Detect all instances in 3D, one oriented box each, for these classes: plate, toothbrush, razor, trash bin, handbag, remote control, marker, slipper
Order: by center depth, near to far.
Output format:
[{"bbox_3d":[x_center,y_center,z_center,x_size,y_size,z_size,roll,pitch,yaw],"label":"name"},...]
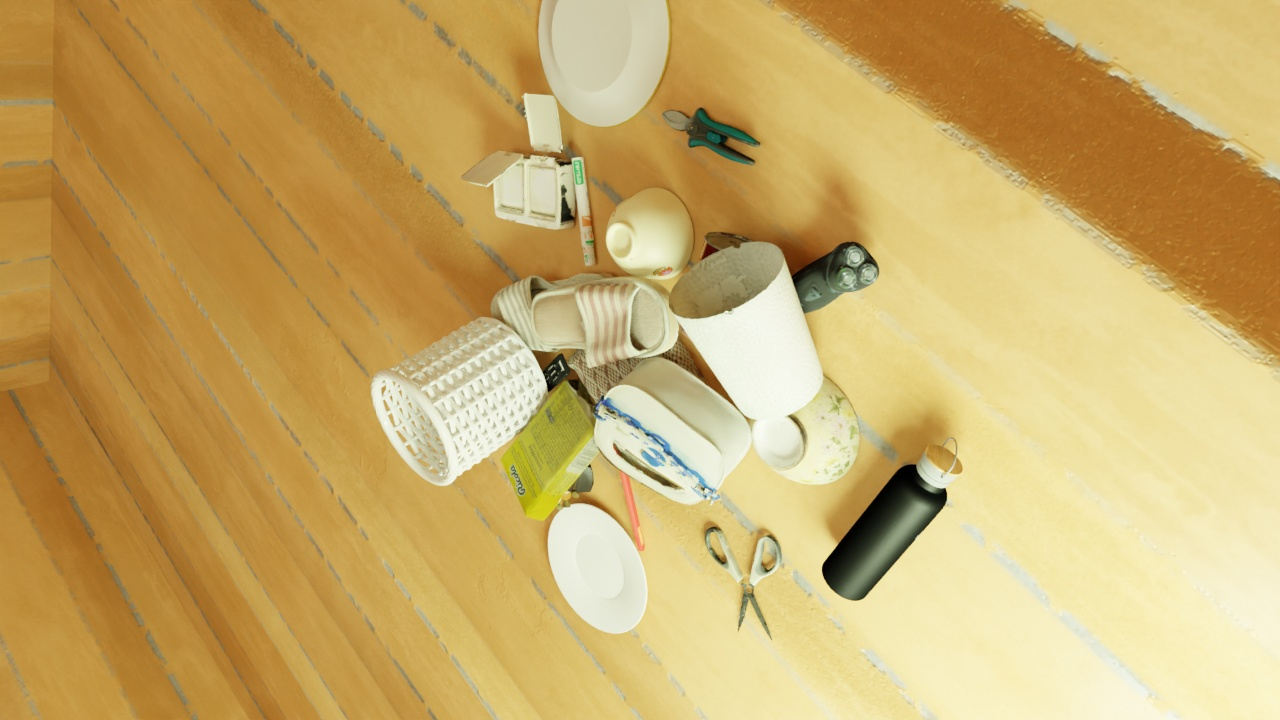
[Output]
[{"bbox_3d":[0.198,-0.082,1.001,0.053,0.063,0.141,48,144,-6],"label":"razor"},{"bbox_3d":[0.125,-0.027,1.013,0.133,0.133,0.161,1,133,43],"label":"trash bin"},{"bbox_3d":[-0.056,-0.413,1.159,0.230,0.021,0.230,15,113,39],"label":"plate"},{"bbox_3d":[0.025,0.111,1.180,0.201,0.092,0.200,36,137,10],"label":"handbag"},{"bbox_3d":[-0.062,-0.049,1.191,0.263,0.052,0.115,3,99,44],"label":"slipper"},{"bbox_3d":[-0.007,0.007,1.233,0.186,0.046,0.124,-32,89,44],"label":"handbag"},{"bbox_3d":[-0.077,-0.202,1.249,0.017,0.017,0.145,4,106,42],"label":"marker"},{"bbox_3d":[-0.014,0.179,1.292,0.018,0.012,0.213,0,114,29],"label":"toothbrush"},{"bbox_3d":[-0.129,-0.071,1.319,0.273,0.053,0.114,-4,105,43],"label":"slipper"},{"bbox_3d":[-0.126,0.020,1.333,0.030,0.009,0.140,66,158,5],"label":"remote control"},{"bbox_3d":[-0.065,0.316,1.403,0.209,0.015,0.209,15,113,39],"label":"plate"}]

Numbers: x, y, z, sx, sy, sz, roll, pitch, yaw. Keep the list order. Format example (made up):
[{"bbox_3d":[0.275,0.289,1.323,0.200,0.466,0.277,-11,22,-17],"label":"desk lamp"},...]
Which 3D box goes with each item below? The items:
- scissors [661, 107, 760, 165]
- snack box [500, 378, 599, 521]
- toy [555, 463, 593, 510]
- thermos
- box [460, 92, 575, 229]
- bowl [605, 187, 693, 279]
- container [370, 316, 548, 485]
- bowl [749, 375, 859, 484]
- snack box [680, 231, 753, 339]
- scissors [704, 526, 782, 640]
[{"bbox_3d":[0.082,-0.273,1.079,0.139,0.019,0.136,-32,79,45],"label":"scissors"},{"bbox_3d":[-0.121,0.126,1.326,0.181,0.045,0.121,-51,46,17],"label":"snack box"},{"bbox_3d":[-0.110,0.184,1.370,0.076,0.062,0.100,28,116,12],"label":"toy"},{"bbox_3d":[0.281,0.171,1.006,0.061,0.061,0.232,45,129,24],"label":"thermos"},{"bbox_3d":[-0.174,-0.272,1.258,0.144,0.098,0.184,16,114,39],"label":"box"},{"bbox_3d":[-0.002,-0.155,1.154,0.118,0.073,0.118,15,113,39],"label":"bowl"},{"bbox_3d":[-0.266,0.057,1.359,0.189,0.186,0.190,30,138,32],"label":"container"},{"bbox_3d":[0.176,0.086,1.074,0.145,0.063,0.145,16,114,39],"label":"bowl"},{"bbox_3d":[0.095,-0.085,1.090,0.072,0.072,0.121,31,122,32],"label":"snack box"},{"bbox_3d":[0.138,0.284,1.207,0.157,0.012,0.171,46,129,25],"label":"scissors"}]
